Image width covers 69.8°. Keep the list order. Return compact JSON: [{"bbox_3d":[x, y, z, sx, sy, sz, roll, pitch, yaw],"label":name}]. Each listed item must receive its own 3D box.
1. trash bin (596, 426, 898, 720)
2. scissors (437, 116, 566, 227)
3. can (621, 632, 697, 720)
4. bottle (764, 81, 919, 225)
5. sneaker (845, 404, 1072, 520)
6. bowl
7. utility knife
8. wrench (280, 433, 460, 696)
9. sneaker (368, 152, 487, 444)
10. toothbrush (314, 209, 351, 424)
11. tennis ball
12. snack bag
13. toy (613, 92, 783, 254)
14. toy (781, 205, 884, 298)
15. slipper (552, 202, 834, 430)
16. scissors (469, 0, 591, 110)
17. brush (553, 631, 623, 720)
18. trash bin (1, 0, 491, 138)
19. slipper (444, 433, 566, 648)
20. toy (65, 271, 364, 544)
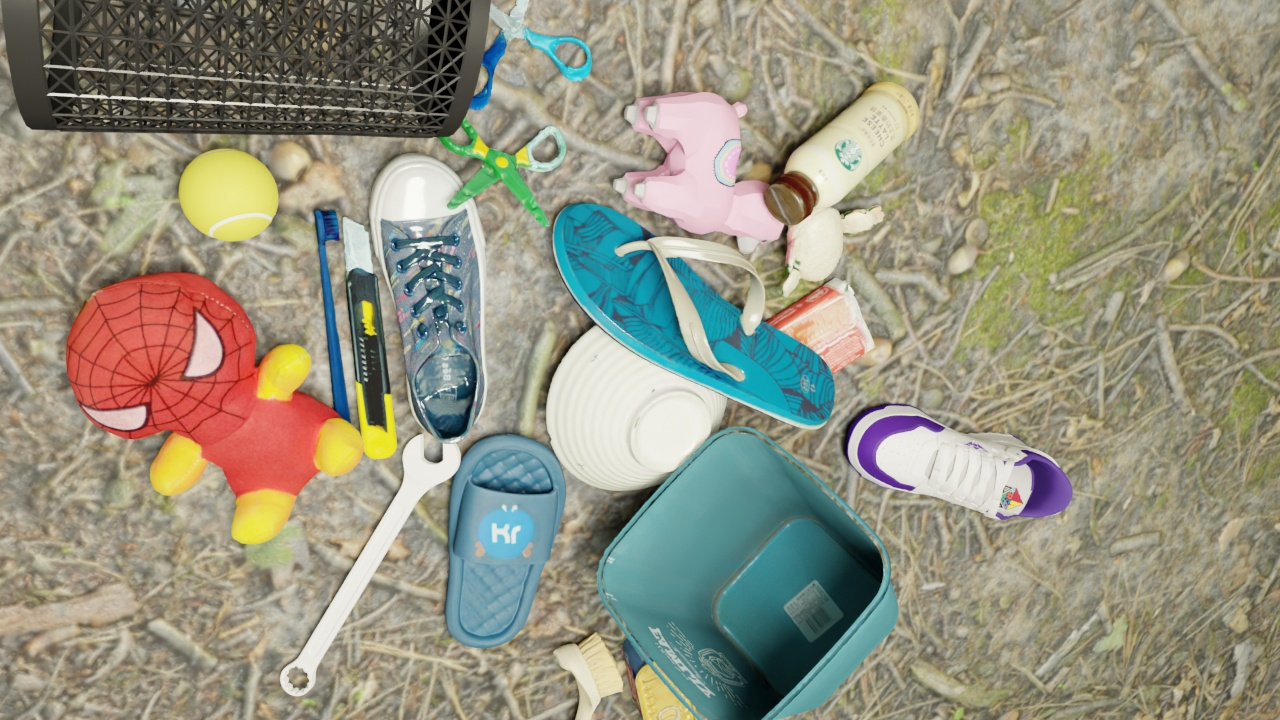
[{"bbox_3d":[0.116,0.205,0.807,0.199,0.196,0.218,-47,147,1],"label":"trash bin"},{"bbox_3d":[-0.106,-0.154,0.712,0.131,0.011,0.125,-36,85,-31],"label":"scissors"},{"bbox_3d":[0.017,0.321,0.913,0.054,0.059,0.100,-15,111,-13],"label":"can"},{"bbox_3d":[0.169,-0.173,0.773,0.161,0.057,0.056,-42,117,-25],"label":"bottle"},{"bbox_3d":[0.326,0.113,0.920,0.244,0.111,0.092,10,104,-22],"label":"sneaker"},{"bbox_3d":[0.013,0.048,0.792,0.177,0.071,0.177,-9,113,-21],"label":"bowl"},{"bbox_3d":[-0.221,-0.015,0.743,0.028,0.020,0.203,-8,109,-18],"label":"utility knife"},{"bbox_3d":[-0.238,0.179,0.797,0.047,0.009,0.273,33,97,4],"label":"wrench"},{"bbox_3d":[-0.156,-0.042,0.722,0.087,0.079,0.236,-9,110,-15],"label":"sneaker"},{"bbox_3d":[-0.243,-0.026,0.733,0.017,0.016,0.190,-8,110,-24],"label":"toothbrush"},{"bbox_3d":[-0.294,-0.118,0.657,0.065,0.065,0.065,-6,109,-17],"label":"tennis ball"},{"bbox_3d":[0.156,-0.016,0.861,0.116,0.036,0.077,-33,114,-6],"label":"snack bag"},{"bbox_3d":[0.060,-0.156,0.766,0.157,0.067,0.123,5,103,-26],"label":"toy"},{"bbox_3d":[0.160,-0.105,0.814,0.112,0.050,0.087,-45,151,-8],"label":"toy"},{"bbox_3d":[0.057,-0.037,0.762,0.295,0.060,0.118,31,57,-16],"label":"slipper"},{"bbox_3d":[-0.100,-0.248,0.708,0.127,0.014,0.133,39,91,-24],"label":"scissors"},{"bbox_3d":[-0.075,0.390,0.913,0.077,0.062,0.273,10,108,-17],"label":"brush"},{"bbox_3d":[-0.234,-0.237,0.569,0.242,0.217,0.217,2,107,-26],"label":"trash bin"},{"bbox_3d":[-0.120,0.167,0.816,0.103,0.059,0.214,4,108,-22],"label":"slipper"},{"bbox_3d":[-0.317,0.028,0.681,0.147,0.099,0.216,-43,117,-10],"label":"toy"}]
